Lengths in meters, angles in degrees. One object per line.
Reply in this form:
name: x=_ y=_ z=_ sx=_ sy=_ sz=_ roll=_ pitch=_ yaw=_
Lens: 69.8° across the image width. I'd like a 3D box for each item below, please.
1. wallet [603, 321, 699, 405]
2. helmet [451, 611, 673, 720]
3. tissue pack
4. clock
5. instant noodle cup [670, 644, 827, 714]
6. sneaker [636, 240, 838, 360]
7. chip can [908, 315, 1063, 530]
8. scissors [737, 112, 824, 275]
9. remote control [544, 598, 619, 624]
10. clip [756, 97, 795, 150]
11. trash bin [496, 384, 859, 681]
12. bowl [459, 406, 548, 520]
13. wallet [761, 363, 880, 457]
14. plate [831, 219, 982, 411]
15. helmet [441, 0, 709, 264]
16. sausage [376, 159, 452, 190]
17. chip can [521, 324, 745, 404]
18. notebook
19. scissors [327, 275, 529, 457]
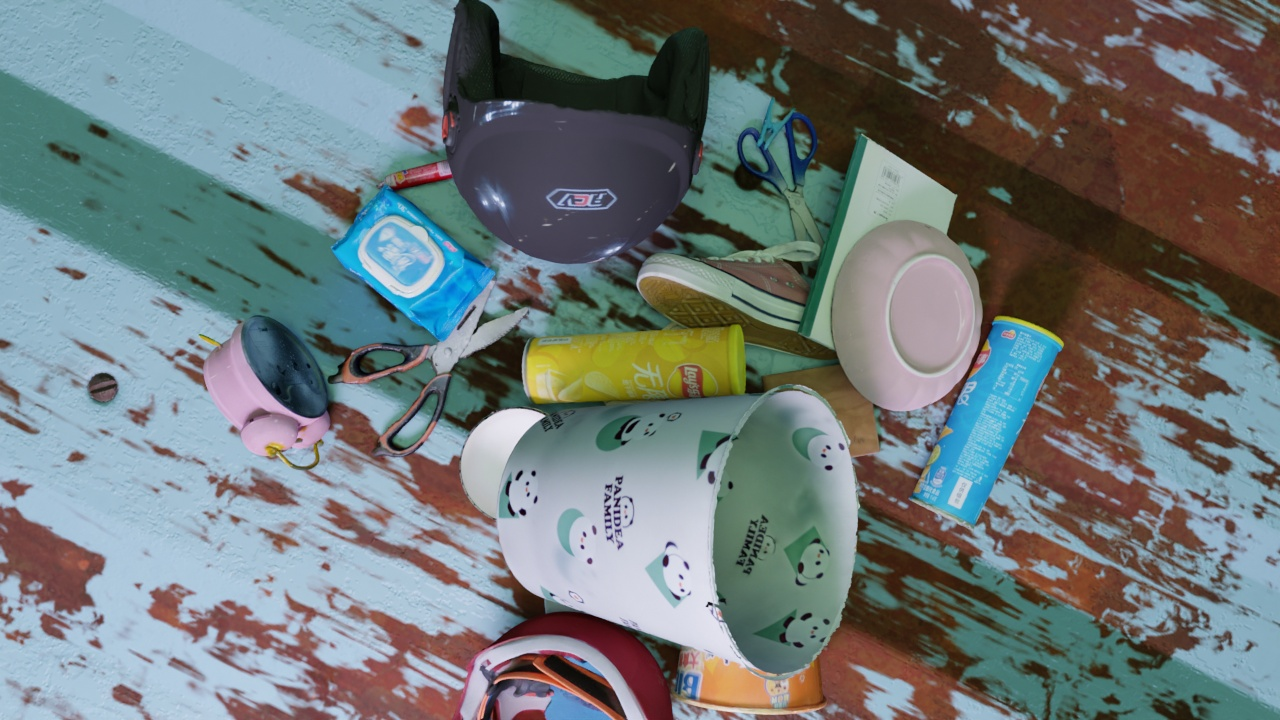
wallet: x=0.017 y=0.020 z=0.951 sx=0.115 sy=0.024 sz=0.087 roll=-39 pitch=87 yaw=1
helmet: x=-0.064 y=0.350 z=0.888 sx=0.207 sy=0.143 sz=0.240 roll=17 pitch=109 yaw=12
tissue pack: x=-0.230 y=-0.099 z=0.924 sx=0.157 sy=0.052 sz=0.095 roll=39 pitch=86 yaw=8
clock: x=-0.359 y=0.036 z=0.899 sx=0.060 sy=0.117 sz=0.158 roll=-31 pitch=88 yaw=9
instant noodle cup: x=0.107 y=0.272 z=0.895 sx=0.151 sy=0.151 sz=0.111 roll=3 pitch=81 yaw=-1
sneaker: x=0.110 y=-0.071 z=0.913 sx=0.241 sy=0.118 sz=0.087 roll=16 pitch=68 yaw=-20
chip can: x=0.351 y=0.063 z=0.934 sx=0.071 sy=0.071 sz=0.210 roll=26 pitch=90 yaw=-1
scissors: x=0.168 y=-0.180 z=0.962 sx=0.170 sy=0.012 sz=0.144 roll=39 pitch=88 yaw=-1
remote control: x=-0.031 y=0.245 z=0.949 sx=0.136 sy=0.020 sz=0.056 roll=-5 pitch=88 yaw=-1
clip: x=0.136 y=-0.244 z=0.949 sx=0.037 sy=0.013 sz=0.055 roll=28 pitch=85 yaw=3
trash bin: x=0.025 y=0.136 z=0.799 sx=0.252 sy=0.229 sz=0.229 roll=-2 pitch=89 yaw=39
bowl: x=-0.120 y=0.103 z=0.926 sx=0.116 sy=0.066 sz=0.116 roll=0 pitch=90 yaw=-1
wallet: x=0.189 y=0.056 z=0.957 sx=0.115 sy=0.020 sz=0.101 roll=-9 pitch=91 yaw=-4
plate: x=0.275 y=-0.044 z=0.908 sx=0.192 sy=0.039 sz=0.192 roll=-2 pitch=93 yaw=-28
helmet: x=-0.061 y=-0.198 z=0.835 sx=0.233 sy=0.274 sz=0.231 roll=3 pitch=117 yaw=-9
sausage: x=-0.198 y=-0.198 z=0.951 sx=0.156 sy=0.020 sz=0.020 roll=-12 pitch=90 yaw=-1
chip can: x=-0.005 y=0.005 z=0.901 sx=0.213 sy=0.072 sz=0.072 roll=-2 pitch=89 yaw=13
notebook: x=0.242 y=-0.099 z=0.917 sx=0.150 sy=0.012 sz=0.209 roll=22 pitch=82 yaw=-30
scissors: x=-0.219 y=0.005 z=0.950 sx=0.224 sy=0.015 sz=0.189 roll=-2 pitch=89 yaw=-1
